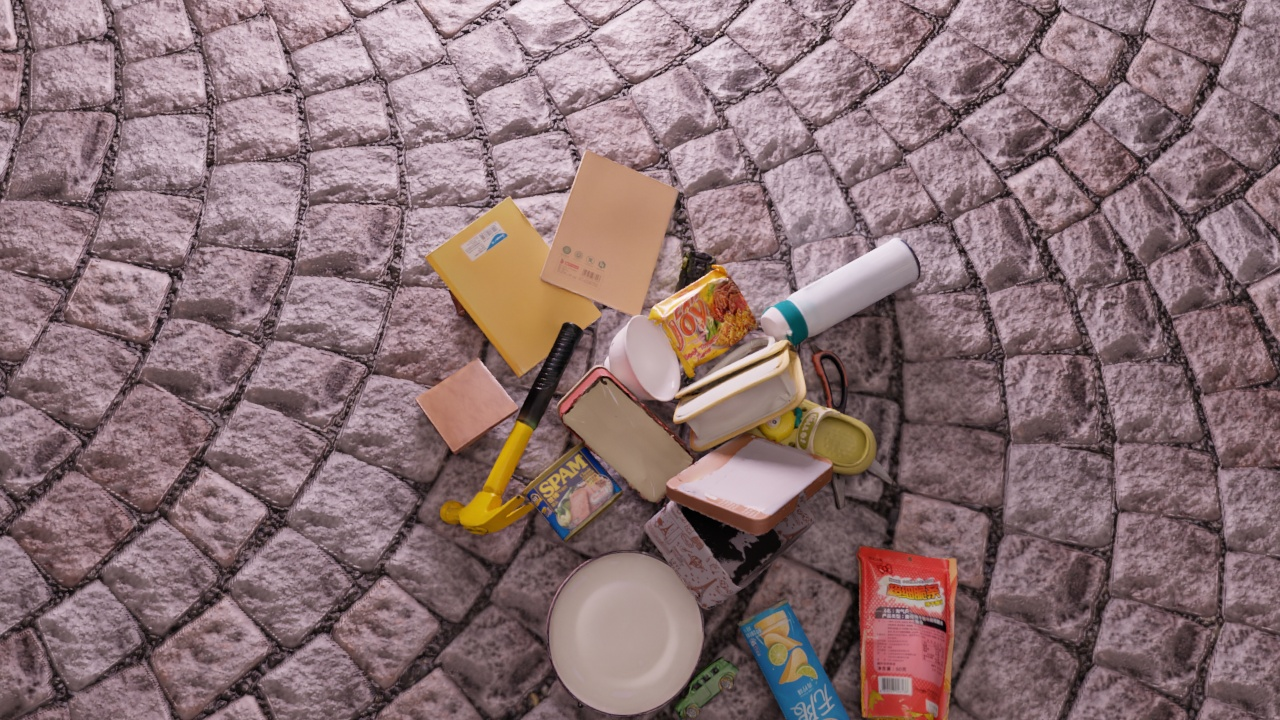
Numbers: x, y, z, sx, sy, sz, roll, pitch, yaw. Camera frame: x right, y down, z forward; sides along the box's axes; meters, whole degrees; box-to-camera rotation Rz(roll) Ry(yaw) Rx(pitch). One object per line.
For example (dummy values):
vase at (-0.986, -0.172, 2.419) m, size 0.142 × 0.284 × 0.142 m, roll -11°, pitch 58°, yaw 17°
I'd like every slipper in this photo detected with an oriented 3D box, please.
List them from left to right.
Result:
slipper at (0.214, 0.087, 1.166) m, size 0.190 × 0.082 × 0.091 m, roll 17°, pitch 74°, yaw -1°

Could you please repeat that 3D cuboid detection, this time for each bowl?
bowl at (-0.007, 0.007, 1.199) m, size 0.065 × 0.118 × 0.118 m, roll -23°, pitch 70°, yaw 31°

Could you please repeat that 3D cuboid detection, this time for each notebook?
notebook at (-0.170, -0.100, 1.238) m, size 0.145 × 0.010 × 0.206 m, roll -39°, pitch 91°, yaw -13°
notebook at (-0.040, -0.177, 1.276) m, size 0.147 × 0.008 × 0.207 m, roll 21°, pitch 72°, yaw -12°

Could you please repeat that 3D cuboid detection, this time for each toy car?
toy car at (0.072, -0.098, 1.262) m, size 0.048 × 0.032 × 0.105 m, roll 15°, pitch 83°, yaw -1°
toy car at (0.077, 0.392, 1.095) m, size 0.091 × 0.043 × 0.036 m, roll -39°, pitch 80°, yaw -15°

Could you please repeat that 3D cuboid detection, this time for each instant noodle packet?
instant noodle packet at (0.085, -0.052, 1.221) m, size 0.128 × 0.044 × 0.111 m, roll -36°, pitch 107°, yaw -15°

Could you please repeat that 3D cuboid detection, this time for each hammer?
hammer at (-0.145, 0.082, 1.167) m, size 0.129 × 0.033 × 0.300 m, roll 2°, pitch 59°, yaw 41°

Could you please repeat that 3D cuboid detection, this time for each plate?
plate at (-0.019, 0.325, 1.103) m, size 0.192 × 0.039 × 0.192 m, roll 2°, pitch 80°, yaw -11°

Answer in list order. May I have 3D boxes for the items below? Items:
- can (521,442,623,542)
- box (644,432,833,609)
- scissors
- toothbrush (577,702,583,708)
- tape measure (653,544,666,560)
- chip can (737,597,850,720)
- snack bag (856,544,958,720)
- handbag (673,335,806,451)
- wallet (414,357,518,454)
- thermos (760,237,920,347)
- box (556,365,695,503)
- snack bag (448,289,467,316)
can at (-0.084, 0.166, 1.156) m, size 0.102 × 0.057 × 0.083 m, roll -39°, pitch 80°, yaw -13°
box at (0.127, 0.163, 1.073) m, size 0.181 × 0.167 × 0.150 m, roll -28°, pitch 77°, yaw -44°
scissors at (0.247, 0.084, 1.219) m, size 0.225 × 0.015 × 0.188 m, roll 29°, pitch 73°, yaw 6°
toothbrush at (-0.035, 0.335, 1.127) m, size 0.014 × 0.016 × 0.189 m, roll 26°, pitch 75°, yaw -4°
tape measure at (0.050, 0.241, 1.131) m, size 0.066 × 0.066 × 0.033 m, roll 40°, pitch 72°, yaw -6°
chip can at (0.194, 0.393, 1.085) m, size 0.071 × 0.071 × 0.210 m, roll -24°, pitch 74°, yaw -10°
snack bag at (0.324, 0.334, 1.118) m, size 0.128 × 0.073 × 0.207 m, roll 9°, pitch 66°, yaw -4°
handbag at (0.122, 0.022, 1.175) m, size 0.164 × 0.178 × 0.063 m, roll -27°, pitch 112°, yaw 18°
wallet at (-0.224, 0.058, 1.183) m, size 0.101 × 0.020 × 0.115 m, roll -35°, pitch 52°, yaw -12°
thermos at (0.269, -0.090, 1.251) m, size 0.224 × 0.073 × 0.073 m, roll -28°, pitch 75°, yaw -11°
box at (-0.018, 0.095, 1.131) m, size 0.168 × 0.078 × 0.091 m, roll 44°, pitch 92°, yaw -14°
snack bag at (-0.208, -0.099, 1.252) m, size 0.104 × 0.026 × 0.048 m, roll -23°, pitch 70°, yaw -10°
